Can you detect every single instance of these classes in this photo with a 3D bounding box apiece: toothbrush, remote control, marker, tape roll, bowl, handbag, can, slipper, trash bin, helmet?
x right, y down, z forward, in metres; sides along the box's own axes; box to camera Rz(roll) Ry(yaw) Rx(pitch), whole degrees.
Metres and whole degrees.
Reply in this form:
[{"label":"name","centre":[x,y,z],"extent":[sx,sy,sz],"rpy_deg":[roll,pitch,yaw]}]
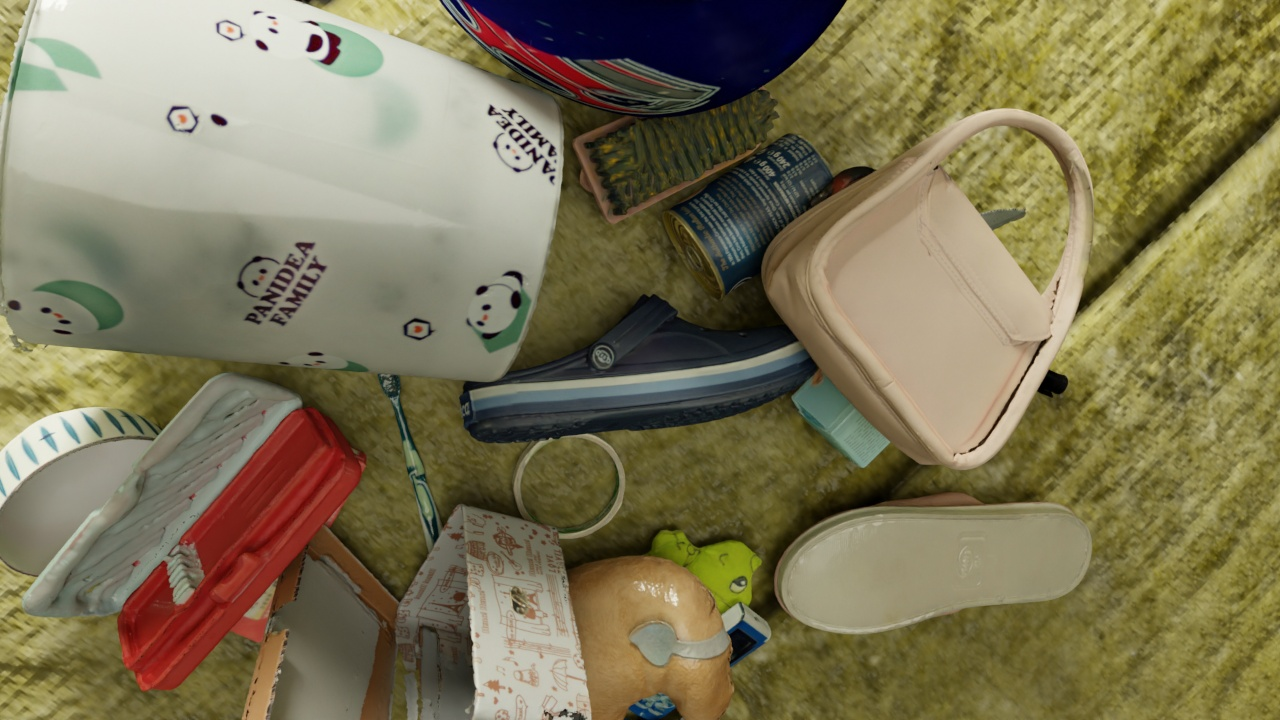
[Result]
[{"label":"toothbrush","centre":[-0.163,0.088,0.672],"extent":[0.016,0.018,0.192],"rpy_deg":[-15,104,-10]},{"label":"remote control","centre":[0.044,0.241,0.733],"extent":[0.125,0.024,0.049],"rpy_deg":[-38,132,8]},{"label":"marker","centre":[0.297,0.002,0.762],"extent":[0.132,0.020,0.022],"rpy_deg":[18,125,-17]},{"label":"tape roll","centre":[-0.055,0.094,0.701],"extent":[0.085,0.014,0.086],"rpy_deg":[-3,102,-13]},{"label":"bowl","centre":[-0.360,0.075,0.589],"extent":[0.066,0.116,0.116],"rpy_deg":[41,90,27]},{"label":"handbag","centre":[0.214,-0.065,0.610],"extent":[0.234,0.093,0.193],"rpy_deg":[-45,108,-5]},{"label":"can","centre":[0.082,-0.105,0.660],"extent":[0.111,0.075,0.075],"rpy_deg":[-34,106,-5]},{"label":"slipper","centre":[0.240,0.164,0.762],"extent":[0.274,0.054,0.114],"rpy_deg":[-5,102,-9]},{"label":"trash bin","centre":[-0.192,-0.097,0.532],"extent":[0.251,0.229,0.230],"rpy_deg":[10,99,-21]},{"label":"slipper","centre":[-0.004,0.004,0.656],"extent":[0.252,0.105,0.095],"rpy_deg":[-9,83,-13]},{"label":"helmet","centre":[-0.023,-0.279,0.520],"extent":[0.315,0.246,0.241],"rpy_deg":[30,116,-11]}]

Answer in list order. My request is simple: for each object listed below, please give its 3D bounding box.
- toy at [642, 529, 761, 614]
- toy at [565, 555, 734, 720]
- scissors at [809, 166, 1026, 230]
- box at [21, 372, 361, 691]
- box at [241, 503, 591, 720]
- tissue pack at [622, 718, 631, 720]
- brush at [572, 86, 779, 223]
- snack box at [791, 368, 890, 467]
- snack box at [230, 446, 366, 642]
[{"label":"toy","centre":[0.043,0.174,0.731],"extent":[0.100,0.031,0.097],"rpy_deg":[43,94,-14]},{"label":"toy","centre":[-0.042,0.222,0.693],"extent":[0.226,0.082,0.143],"rpy_deg":[-18,89,19]},{"label":"scissors","centre":[0.199,-0.086,0.683],"extent":[0.225,0.015,0.189],"rpy_deg":[-36,134,-4]},{"label":"box","centre":[-0.285,0.104,0.576],"extent":[0.201,0.095,0.101],"rpy_deg":[-48,141,3]},{"label":"box","centre":[-0.157,0.190,0.594],"extent":[0.184,0.182,0.155],"rpy_deg":[22,116,-26]},{"label":"tissue pack","centre":[-0.053,0.340,0.731],"extent":[0.157,0.052,0.095],"rpy_deg":[-7,105,-11]},{"label":"brush","centre":[0.028,-0.154,0.641],"extent":[0.145,0.073,0.063],"rpy_deg":[-28,106,-11]},{"label":"snack box","centre":[0.201,-0.003,0.700],"extent":[0.175,0.051,0.074],"rpy_deg":[-46,137,3]},{"label":"snack box","centre":[-0.265,0.118,0.651],"extent":[0.075,0.025,0.153],"rpy_deg":[30,93,-17]}]
